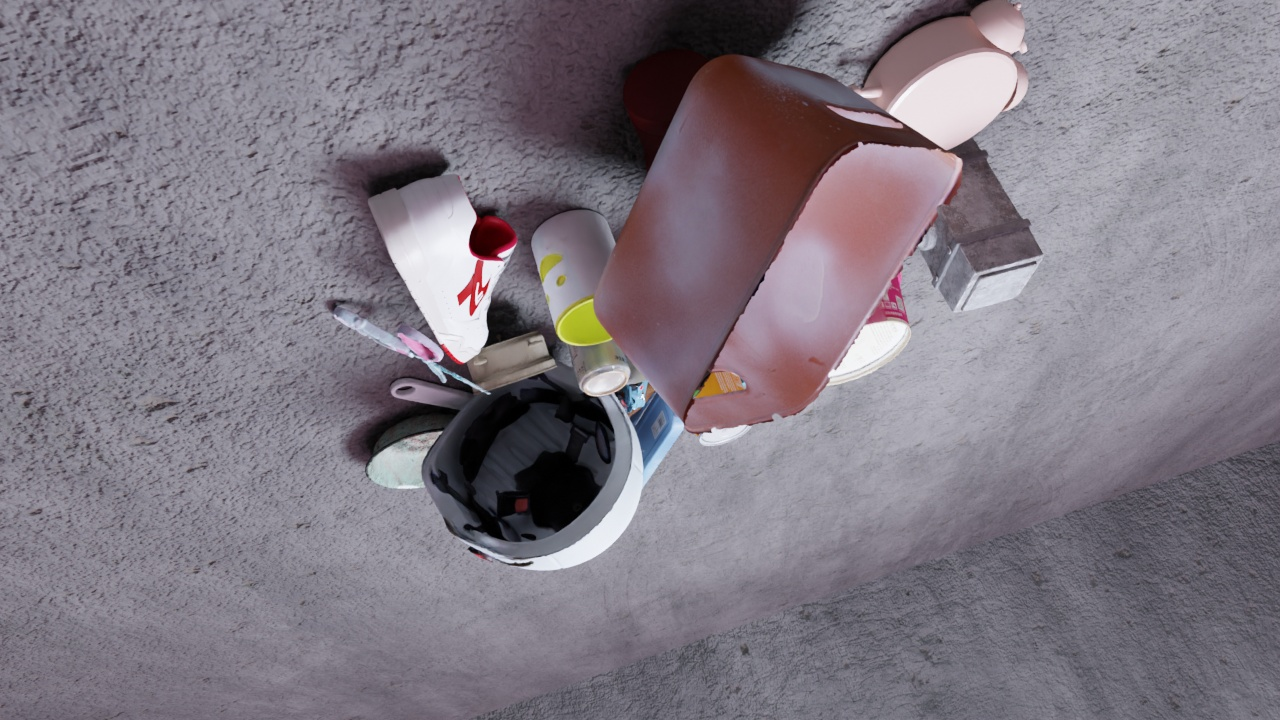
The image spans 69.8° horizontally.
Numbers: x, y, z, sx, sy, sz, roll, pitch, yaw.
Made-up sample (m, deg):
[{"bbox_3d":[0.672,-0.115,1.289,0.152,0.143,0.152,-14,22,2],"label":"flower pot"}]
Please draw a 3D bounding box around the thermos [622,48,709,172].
[{"bbox_3d":[0.042,-0.163,0.803,0.084,0.107,0.199,12,158,21],"label":"thermos"}]

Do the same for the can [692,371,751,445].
[{"bbox_3d":[0.080,0.026,1.119,0.079,0.142,0.079,-15,152,-8],"label":"can"}]

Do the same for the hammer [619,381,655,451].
[{"bbox_3d":[0.034,0.009,1.064,0.033,0.115,0.324,8,147,-33],"label":"hammer"}]

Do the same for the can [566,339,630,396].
[{"bbox_3d":[-0.053,-0.032,0.939,0.054,0.135,0.054,-14,151,-8],"label":"can"}]

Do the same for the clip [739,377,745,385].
[{"bbox_3d":[0.167,-0.011,1.239,0.120,0.027,0.104,-25,154,12],"label":"clip"}]

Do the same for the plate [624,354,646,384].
[{"bbox_3d":[0.035,-0.044,0.969,0.189,0.188,0.016,-29,113,18],"label":"plate"}]

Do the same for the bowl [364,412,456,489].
[{"bbox_3d":[-0.270,0.110,1.162,0.157,0.038,0.158,-15,152,-8],"label":"bowl"}]

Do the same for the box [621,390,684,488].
[{"bbox_3d":[-0.001,0.080,1.186,0.020,0.125,0.210,-6,150,-26],"label":"box"}]

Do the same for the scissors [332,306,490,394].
[{"bbox_3d":[-0.229,-0.013,0.899,0.173,0.013,0.170,23,166,10],"label":"scissors"}]

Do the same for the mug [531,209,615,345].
[{"bbox_3d":[-0.054,-0.080,0.886,0.082,0.106,0.083,-15,151,-9],"label":"mug"}]

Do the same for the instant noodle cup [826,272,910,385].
[{"bbox_3d":[0.241,-0.036,1.087,0.178,0.077,0.179,-15,152,-8],"label":"instant noodle cup"}]

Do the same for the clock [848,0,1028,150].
[{"bbox_3d":[0.280,-0.242,0.841,0.161,0.086,0.131,-32,150,10],"label":"clock"}]

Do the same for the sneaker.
[{"bbox_3d":[-0.160,-0.083,0.850,0.104,0.090,0.237,-25,150,-7],"label":"sneaker"}]

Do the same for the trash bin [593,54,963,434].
[{"bbox_3d":[0.096,-0.094,0.729,0.181,0.157,0.260,-7,135,-43],"label":"trash bin"}]

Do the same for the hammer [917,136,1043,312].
[{"bbox_3d":[0.214,-0.115,0.919,0.326,0.176,0.080,-15,152,-7],"label":"hammer"}]

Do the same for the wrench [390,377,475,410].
[{"bbox_3d":[-0.193,0.057,1.140,0.066,0.018,0.273,-36,147,29],"label":"wrench"}]

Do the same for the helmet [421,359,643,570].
[{"bbox_3d":[-0.101,0.136,1.053,0.236,0.264,0.164,-52,142,-13],"label":"helmet"}]

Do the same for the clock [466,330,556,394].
[{"bbox_3d":[-0.145,-0.002,0.997,0.093,0.054,0.141,-19,-177,-10],"label":"clock"}]

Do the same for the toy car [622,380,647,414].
[{"bbox_3d":[-0.006,0.006,1.064,0.027,0.107,0.060,-1,155,-9],"label":"toy car"}]
